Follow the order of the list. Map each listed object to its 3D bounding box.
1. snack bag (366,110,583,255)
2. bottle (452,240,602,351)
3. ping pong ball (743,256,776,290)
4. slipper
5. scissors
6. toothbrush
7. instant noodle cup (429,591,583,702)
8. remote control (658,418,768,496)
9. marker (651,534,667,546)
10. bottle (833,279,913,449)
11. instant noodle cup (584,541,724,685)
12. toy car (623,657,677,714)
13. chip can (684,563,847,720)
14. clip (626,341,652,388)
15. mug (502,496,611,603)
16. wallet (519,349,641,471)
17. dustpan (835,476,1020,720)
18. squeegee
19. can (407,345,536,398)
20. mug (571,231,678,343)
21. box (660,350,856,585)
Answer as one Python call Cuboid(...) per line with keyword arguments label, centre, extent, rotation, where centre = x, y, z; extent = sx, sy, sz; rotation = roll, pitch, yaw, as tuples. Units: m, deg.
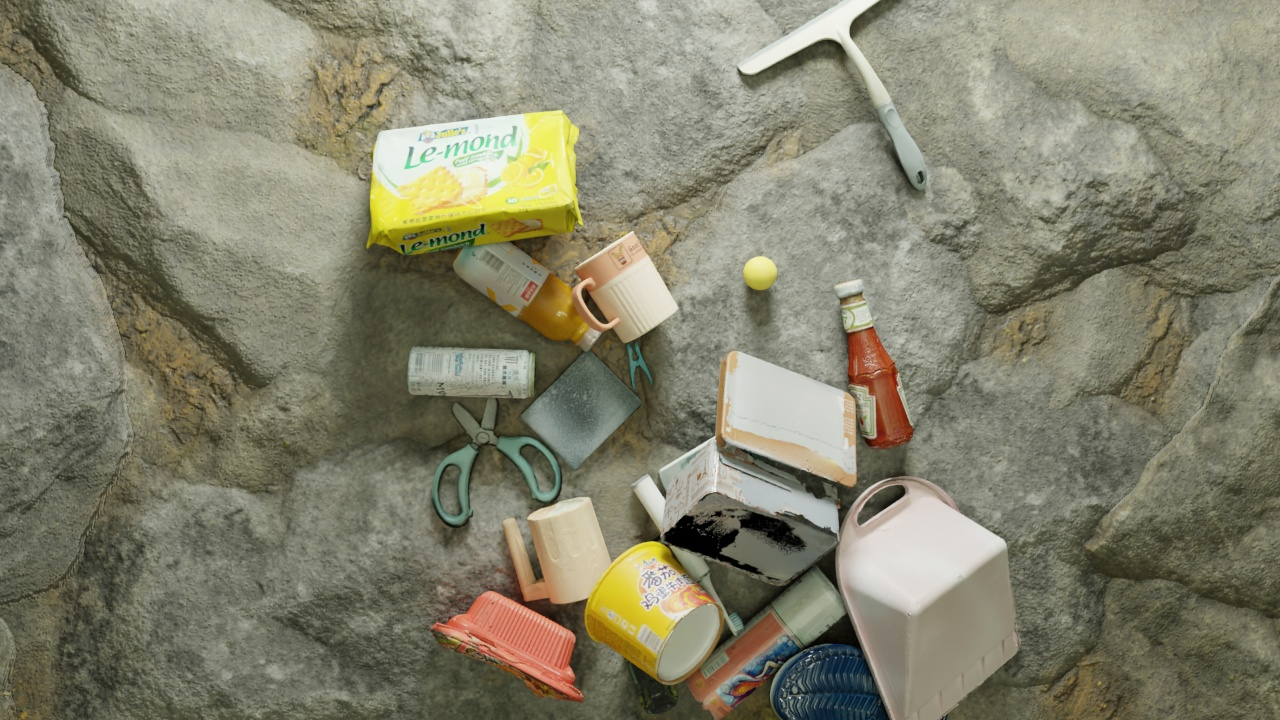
Cuboid(label="snack bag", centre=(-0.185, -0.197, 1.034), extent=(0.246, 0.068, 0.157), rotation=(-7, 57, -2))
Cuboid(label="bottle", centre=(-0.128, -0.079, 1.074), extent=(0.189, 0.068, 0.068), rotation=(36, 91, -6))
Cuboid(label="ping pong ball", centre=(0.144, -0.105, 1.104), extent=(0.040, 0.040, 0.040), rotation=(0, 94, -4))
Cuboid(label="slipper", centre=(0.264, 0.405, 1.129), extent=(0.252, 0.095, 0.105), rotation=(17, 77, -22))
Cuboid(label="scissors", centre=(-0.190, 0.136, 1.111), extent=(0.181, 0.019, 0.170), rotation=(-44, 97, 1))
Cuboid(label="toothbrush", centre=(0.059, 0.237, 1.113), extent=(0.026, 0.027, 0.221), rotation=(-32, 87, -12))
Cuboid(label="instant noodle cup", centre=(-0.147, 0.331, 1.068), extent=(0.189, 0.165, 0.079), rotation=(30, 68, -6))
Cuboid(label="remote control", centre=(0.090, 0.127, 1.128), extent=(0.135, 0.019, 0.056), rotation=(-30, 96, -1))
Cuboid(label="marker", centre=(0.009, 0.238, 1.132), extent=(0.124, 0.015, 0.018), rotation=(-39, 98, -3))
Cuboid(label="bottle", centre=(0.277, 0.004, 1.113), extent=(0.060, 0.060, 0.206), rotation=(-17, 95, -3))
Cuboid(label="instant noodle cup", centre=(0.022, 0.296, 1.058), extent=(0.137, 0.110, 0.138), rotation=(-24, 129, -35))
Cuboid(label="toy car", centre=(0.011, 0.382, 1.135), extent=(0.048, 0.032, 0.105), rotation=(-21, 84, -2))
Cuboid(label="chip can", centre=(0.155, 0.345, 1.122), extent=(0.214, 0.071, 0.071), rotation=(-40, 96, 0))
Cuboid(label="clip", centre=(-0.004, 0.005, 1.116), extent=(0.039, 0.013, 0.056), rotation=(-17, 94, -3))
Cuboid(label="mug", centre=(-0.100, 0.229, 1.100), extent=(0.125, 0.084, 0.103), rotation=(-15, 94, 24))
Cuboid(label="wallet", centre=(-0.072, 0.060, 1.114), extent=(0.121, 0.019, 0.097), rotation=(-45, 98, -1))
Cuboid(label="dustpan", centre=(0.344, 0.286, 1.125), extent=(0.222, 0.139, 0.274), rotation=(-24, 121, -27))
Cuboid(label="squeegee", centre=(0.283, -0.314, 1.100), extent=(0.246, 0.039, 0.246), rotation=(-31, 96, -1))
Cuboid(label="can", centre=(-0.197, 0.014, 1.081), extent=(0.146, 0.058, 0.058), rotation=(2, 94, -4))
Cuboid(label="mug", centre=(-0.025, -0.077, 1.065), extent=(0.114, 0.082, 0.106), rotation=(-38, 99, -36))
Cuboid(label="box", centre=(0.136, 0.133, 1.085), extent=(0.180, 0.158, 0.207), rotation=(20, 52, -15))
